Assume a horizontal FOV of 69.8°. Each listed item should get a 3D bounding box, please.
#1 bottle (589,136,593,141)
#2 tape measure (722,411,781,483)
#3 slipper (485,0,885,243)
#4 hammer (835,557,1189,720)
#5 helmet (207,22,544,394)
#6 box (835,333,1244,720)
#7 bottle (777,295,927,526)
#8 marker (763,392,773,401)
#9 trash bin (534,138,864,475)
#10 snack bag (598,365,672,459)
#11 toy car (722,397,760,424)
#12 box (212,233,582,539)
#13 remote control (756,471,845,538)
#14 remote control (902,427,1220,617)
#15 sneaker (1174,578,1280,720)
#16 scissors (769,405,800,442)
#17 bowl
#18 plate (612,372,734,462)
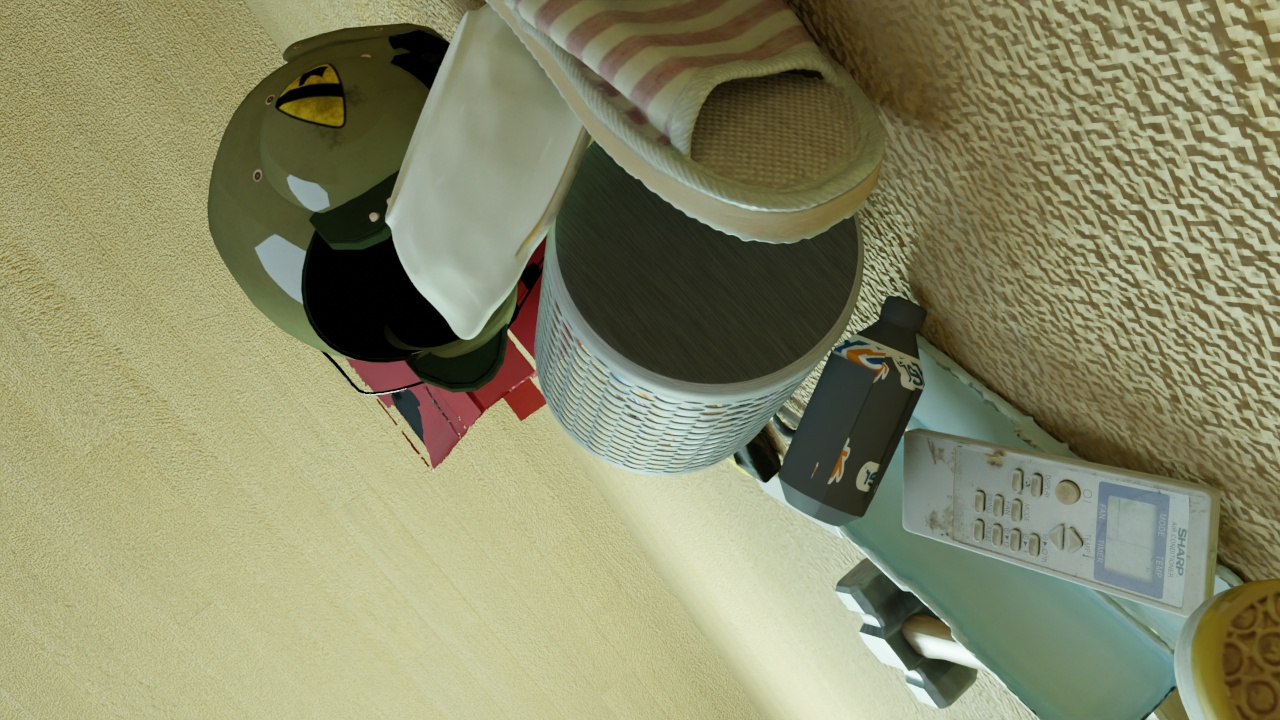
[{"bbox_3d":[-0.024,-0.146,0.540,0.063,0.063,0.109,93,152,-73],"label":"bottle"},{"bbox_3d":[0.090,0.074,0.820,0.064,0.037,0.065,34,159,57],"label":"tape measure"},{"bbox_3d":[-0.008,-0.148,0.365,0.263,0.114,0.052,49,151,26],"label":"slipper"},{"bbox_3d":[0.232,0.192,0.599,0.117,0.051,0.323,52,166,2],"label":"hammer"},{"bbox_3d":[-0.170,-0.122,0.649,0.233,0.255,0.250,43,164,30],"label":"helmet"},{"bbox_3d":[0.170,0.082,0.443,0.197,0.078,0.122,44,147,33],"label":"box"},{"bbox_3d":[0.104,0.023,0.437,0.047,0.112,0.047,22,-173,-3],"label":"bottle"},{"bbox_3d":[0.067,-0.029,0.634,0.133,0.023,0.027,58,-171,-24],"label":"marker"},{"bbox_3d":[0.022,-0.030,0.484,0.156,0.156,0.183,51,166,8],"label":"trash bin"},{"bbox_3d":[0.017,0.015,0.850,0.094,0.069,0.206,50,168,13],"label":"snack bag"},{"bbox_3d":[0.076,0.025,0.725,0.042,0.036,0.091,50,168,9],"label":"toy car"},{"bbox_3d":[-0.196,-0.031,0.805,0.211,0.378,0.124,51,-175,5],"label":"box"},{"bbox_3d":[0.140,0.123,0.843,0.045,0.008,0.147,57,168,-19],"label":"remote control"},{"bbox_3d":[0.170,0.065,0.392,0.136,0.011,0.050,10,106,53],"label":"remote control"},{"bbox_3d":[0.251,0.168,0.328,0.238,0.086,0.122,49,165,-1],"label":"sneaker"},{"bbox_3d":[0.146,0.078,0.667,0.157,0.012,0.170,57,169,-29],"label":"scissors"},{"bbox_3d":[-0.080,-0.108,0.457,0.060,0.188,0.219,20,-176,-21],"label":"bowl"},{"bbox_3d":[-0.004,0.004,0.673,0.187,0.016,0.187,49,170,7],"label":"plate"}]
